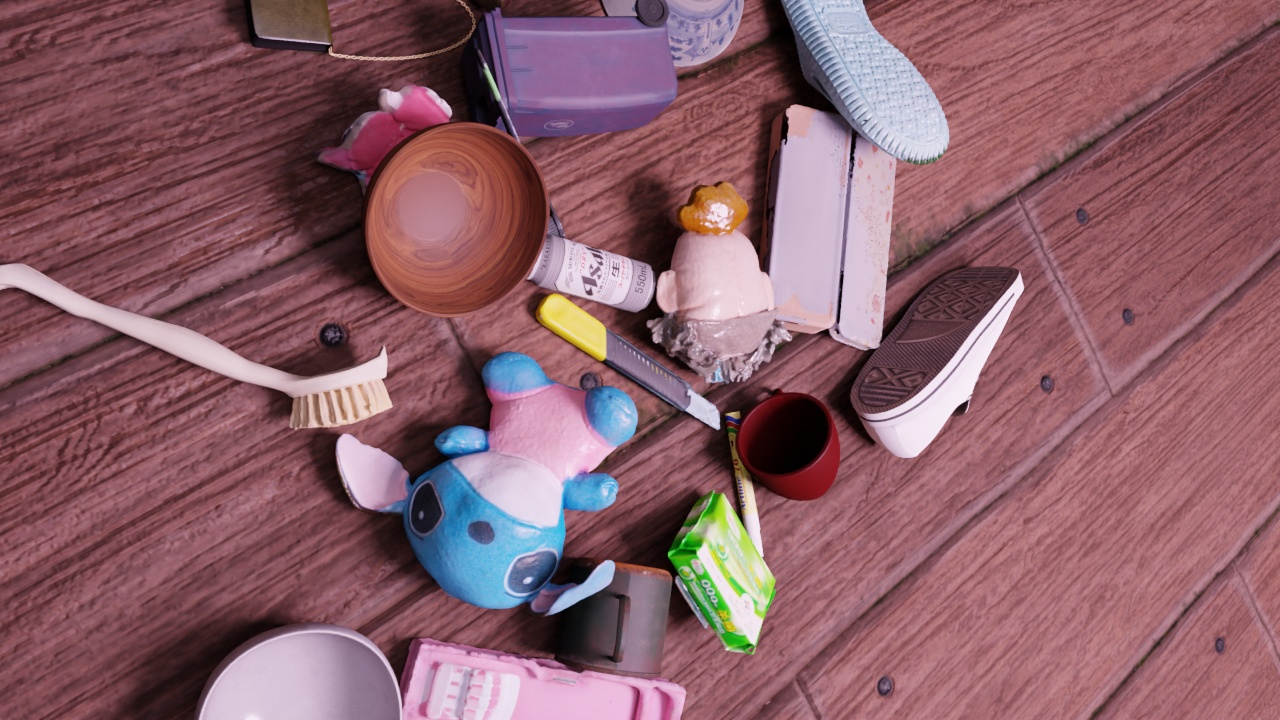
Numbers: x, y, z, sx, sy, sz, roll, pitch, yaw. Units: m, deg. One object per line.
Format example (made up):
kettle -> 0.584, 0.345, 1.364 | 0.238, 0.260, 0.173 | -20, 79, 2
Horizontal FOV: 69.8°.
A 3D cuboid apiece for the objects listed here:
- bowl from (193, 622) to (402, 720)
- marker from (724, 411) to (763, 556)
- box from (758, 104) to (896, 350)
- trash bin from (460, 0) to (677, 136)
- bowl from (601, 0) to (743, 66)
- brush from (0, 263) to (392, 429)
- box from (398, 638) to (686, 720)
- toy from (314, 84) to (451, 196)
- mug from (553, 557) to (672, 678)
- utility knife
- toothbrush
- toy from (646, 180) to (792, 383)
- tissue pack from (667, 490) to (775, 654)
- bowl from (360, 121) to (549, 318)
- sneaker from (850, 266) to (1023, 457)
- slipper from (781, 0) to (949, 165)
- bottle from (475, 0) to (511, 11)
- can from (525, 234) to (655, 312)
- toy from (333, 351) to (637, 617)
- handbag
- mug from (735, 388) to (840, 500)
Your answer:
bowl -> -0.234, 0.246, 0.628 | 0.131, 0.064, 0.131 | 3, 82, -25
marker -> 0.094, 0.112, 0.831 | 0.014, 0.014, 0.132 | -9, 88, -26
box -> 0.186, -0.127, 0.891 | 0.157, 0.063, 0.216 | 15, 77, -35
trash bin -> -0.061, -0.239, 0.756 | 0.160, 0.094, 0.092 | -10, 88, -24
bowl -> 0.040, -0.349, 0.836 | 0.150, 0.057, 0.150 | 3, 82, -26
brush -> -0.304, -0.011, 0.637 | 0.272, 0.062, 0.077 | 19, 72, -18
box -> -0.058, 0.278, 0.682 | 0.232, 0.115, 0.099 | 19, 75, -23
toy -> -0.194, -0.172, 0.709 | 0.102, 0.050, 0.065 | -42, 126, 5
mug -> -0.018, 0.199, 0.713 | 0.085, 0.111, 0.081 | 10, 77, -5
utility knife -> -0.005, 0.005, 0.793 | 0.197, 0.020, 0.028 | 34, 72, -17
toothbrush -> -0.094, -0.158, 0.714 | 0.017, 0.014, 0.188 | -37, 139, -13
toy -> 0.062, -0.066, 0.794 | 0.132, 0.076, 0.176 | -6, 100, -34
tissue pack -> 0.071, 0.178, 0.776 | 0.114, 0.034, 0.099 | 60, 29, -11
bowl -> -0.150, -0.113, 0.701 | 0.147, 0.069, 0.147 | -18, 122, -31
sneaker -> 0.308, 0.004, 0.913 | 0.244, 0.091, 0.097 | -47, 123, -27
slipper -> 0.199, -0.297, 0.898 | 0.115, 0.070, 0.276 | -16, 73, -33
bottle -> -0.083, -0.360, 0.778 | 0.056, 0.057, 0.161 | 43, 68, -15
can -> -0.042, -0.073, 0.771 | 0.106, 0.044, 0.044 | 14, 78, -24
toy -> -0.106, 0.085, 0.696 | 0.224, 0.099, 0.191 | 25, 69, 8
handbag -> -0.218, -0.278, 0.727 | 0.177, 0.027, 0.084 | -7, 87, -32
mug -> 0.139, 0.078, 0.828 | 0.088, 0.087, 0.113 | 54, 22, -46
